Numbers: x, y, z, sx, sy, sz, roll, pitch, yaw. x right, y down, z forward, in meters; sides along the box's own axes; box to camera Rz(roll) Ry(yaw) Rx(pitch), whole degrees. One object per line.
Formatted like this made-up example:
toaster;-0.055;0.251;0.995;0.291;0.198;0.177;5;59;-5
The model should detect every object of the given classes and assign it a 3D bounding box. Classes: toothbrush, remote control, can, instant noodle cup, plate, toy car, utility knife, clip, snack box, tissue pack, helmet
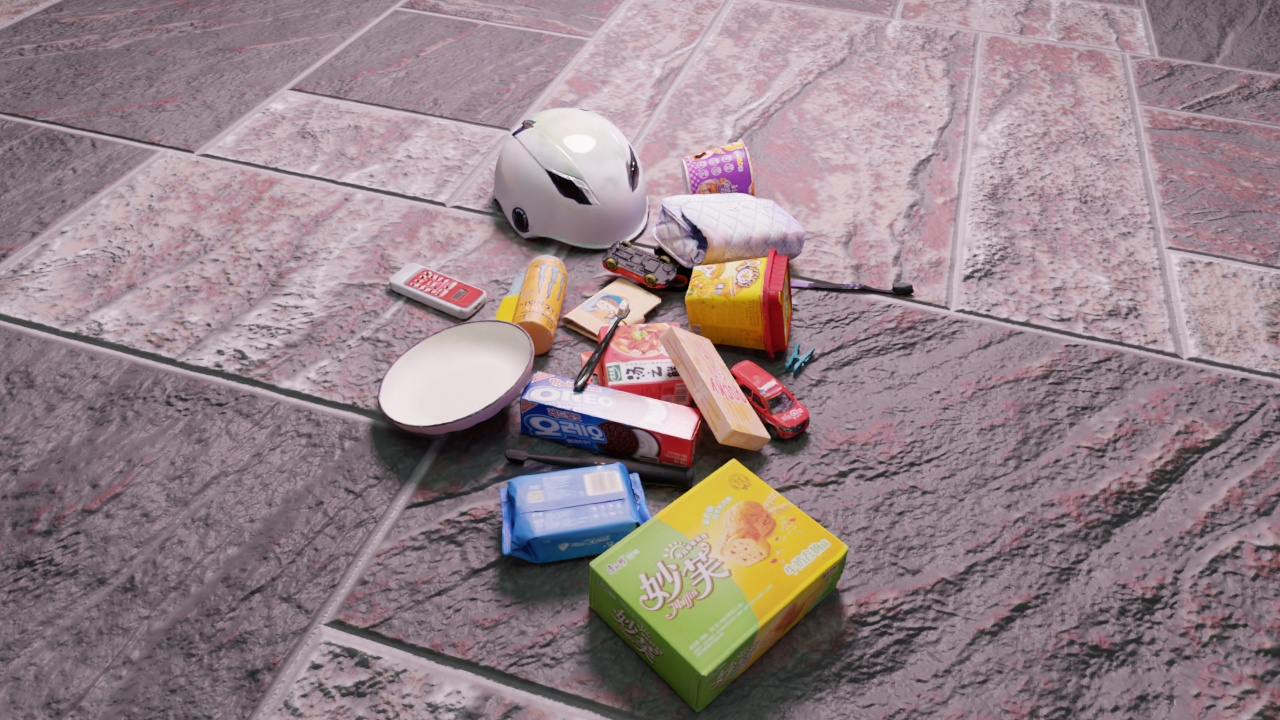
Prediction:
toothbrush;-0.047;0.119;1.022;0.213;0.027;0.026;6;57;6
remote control;-0.277;-0.097;1.253;0.136;0.020;0.055;22;47;21
can;-0.133;-0.074;1.205;0.058;0.058;0.145;4;43;2
toothbrush;-0.045;-0.021;1.110;0.016;0.018;0.180;14;40;12
instant noodle cup;0.128;-0.073;1.184;0.124;0.116;0.116;0;42;16
plate;-0.213;0.024;1.085;0.192;0.039;0.192;-12;37;9
instant noodle cup;0.117;-0.278;1.410;0.099;0.112;0.111;-9;43;-2
toy car;0.000;-0.129;1.268;0.106;0.031;0.049;22;56;18
utility knife;-0.176;-0.053;1.210;0.033;0.015;0.206;6;45;6
toy car;0.150;0.046;1.097;0.052;0.045;0.120;-29;53;-28
clip;0.201;-0.002;1.173;0.040;0.014;0.056;23;45;23
snack box;-0.036;0.070;1.052;0.207;0.058;0.057;13;41;12
snack box;-0.007;0.007;1.131;0.127;0.044;0.113;-4;42;-7
snack box;0.085;0.032;1.065;0.084;0.026;0.157;17;36;-51
snack box;0.075;0.210;0.893;0.209;0.070;0.158;-31;52;-31
toothbrush;0.290;-0.105;1.289;0.189;0.017;0.014;3;43;4
tissue pack;-0.069;0.160;0.956;0.157;0.052;0.094;-7;41;-10
helmet;-0.101;-0.292;1.381;0.228;0.146;0.258;-24;49;-26

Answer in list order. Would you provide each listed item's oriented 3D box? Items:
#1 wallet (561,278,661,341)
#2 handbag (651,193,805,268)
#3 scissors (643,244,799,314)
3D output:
wallet;-0.035;-0.065;1.227;0.087;0.024;0.114;26;46;31
handbag;0.122;-0.185;1.296;0.193;0.076;0.134;-11;43;-35
scissors;0.102;-0.099;1.277;0.162;0.022;0.234;-31;57;-23
